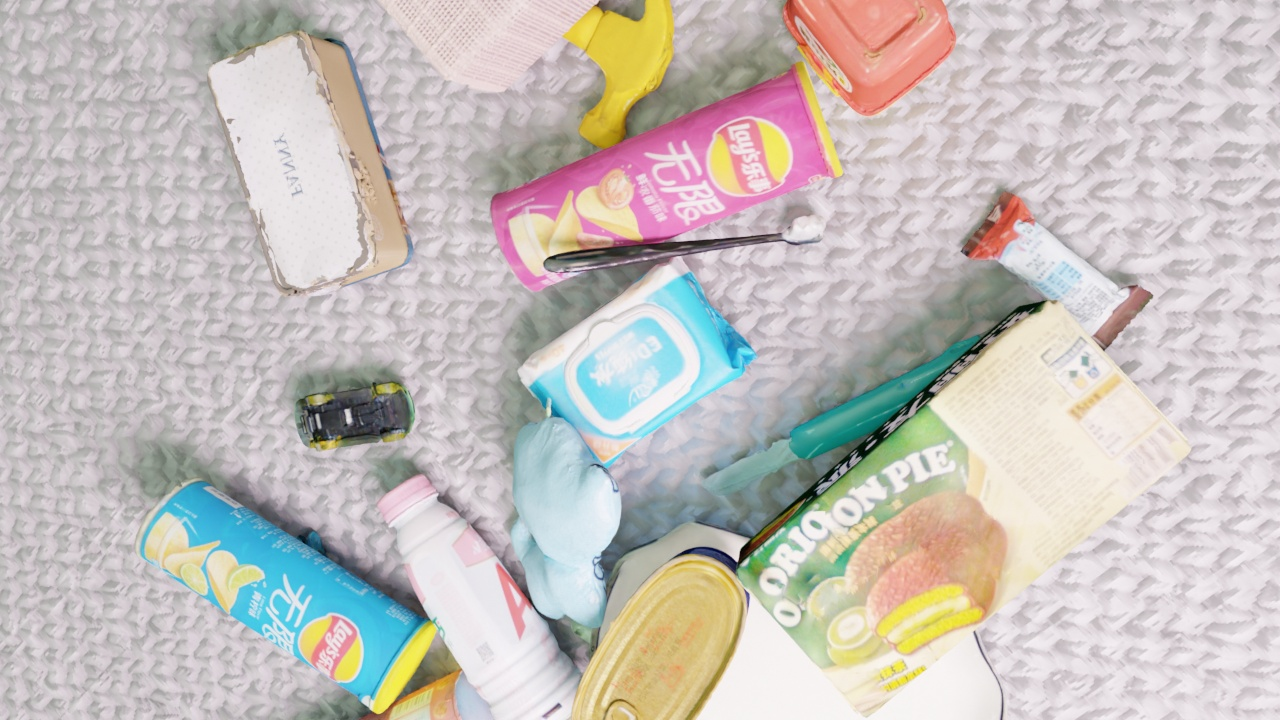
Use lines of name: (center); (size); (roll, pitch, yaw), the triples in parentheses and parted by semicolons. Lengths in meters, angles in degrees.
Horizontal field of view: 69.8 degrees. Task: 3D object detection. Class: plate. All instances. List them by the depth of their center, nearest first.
plate: (0.098, 0.205, 0.604); (0.266, 0.034, 0.162); (15, 90, 11)

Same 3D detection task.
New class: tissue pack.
tissue pack: (-0.004, 0.003, 0.596); (0.140, 0.063, 0.090); (-35, 90, 15)

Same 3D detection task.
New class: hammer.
hammer: (-0.111, -0.262, 0.602); (0.301, 0.032, 0.129); (31, 103, 8)

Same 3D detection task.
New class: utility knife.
utility knife: (0.135, 0.037, 0.592); (0.216, 0.013, 0.029); (-28, 92, 13)

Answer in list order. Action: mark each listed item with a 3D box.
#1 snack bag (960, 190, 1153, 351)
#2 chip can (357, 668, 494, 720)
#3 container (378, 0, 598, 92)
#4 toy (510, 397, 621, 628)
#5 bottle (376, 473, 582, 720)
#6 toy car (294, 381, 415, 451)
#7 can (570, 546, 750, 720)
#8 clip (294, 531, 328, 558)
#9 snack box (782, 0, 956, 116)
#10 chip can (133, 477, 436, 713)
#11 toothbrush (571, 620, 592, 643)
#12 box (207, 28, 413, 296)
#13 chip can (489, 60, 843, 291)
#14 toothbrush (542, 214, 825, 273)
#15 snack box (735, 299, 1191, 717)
snack bag: (0.246, -0.053, 0.546); (0.104, 0.026, 0.048); (36, 110, 6)
chip can: (-0.198, 0.298, 0.680); (0.215, 0.071, 0.071); (-30, 90, 15)
container: (-0.085, -0.226, 0.540); (0.111, 0.090, 0.090); (-41, 87, 19)
toy: (-0.052, 0.102, 0.595); (0.162, 0.049, 0.156); (-8, 101, 57)
bottle: (-0.116, 0.171, 0.647); (0.068, 0.068, 0.197); (-36, 85, 15)
toy car: (-0.205, 0.039, 0.664); (0.091, 0.036, 0.043); (-7, 95, 16)
can: (0.014, 0.186, 0.577); (0.074, 0.049, 0.148); (32, 93, 12)
clip: (-0.250, 0.159, 0.703); (0.042, 0.014, 0.056); (-18, 92, 14)
snack box: (0.132, -0.198, 0.527); (0.082, 0.080, 0.091); (-39, 87, 15)
chip can: (-0.254, 0.167, 0.661); (0.210, 0.071, 0.071); (29, 103, 6)
toothbrush: (0.031, 0.236, 0.642); (0.189, 0.020, 0.029); (32, 124, 9)
box: (-0.229, -0.140, 0.635); (0.090, 0.061, 0.184); (-14, 92, 14)
chip can: (0.013, -0.111, 0.572); (0.211, 0.071, 0.071); (-19, 93, 16)
toothbrush: (0.030, -0.071, 0.561); (0.181, 0.018, 0.015); (-9, 63, -12)
snack box: (0.180, 0.084, 0.538); (0.240, 0.063, 0.114); (-43, 85, 7)
